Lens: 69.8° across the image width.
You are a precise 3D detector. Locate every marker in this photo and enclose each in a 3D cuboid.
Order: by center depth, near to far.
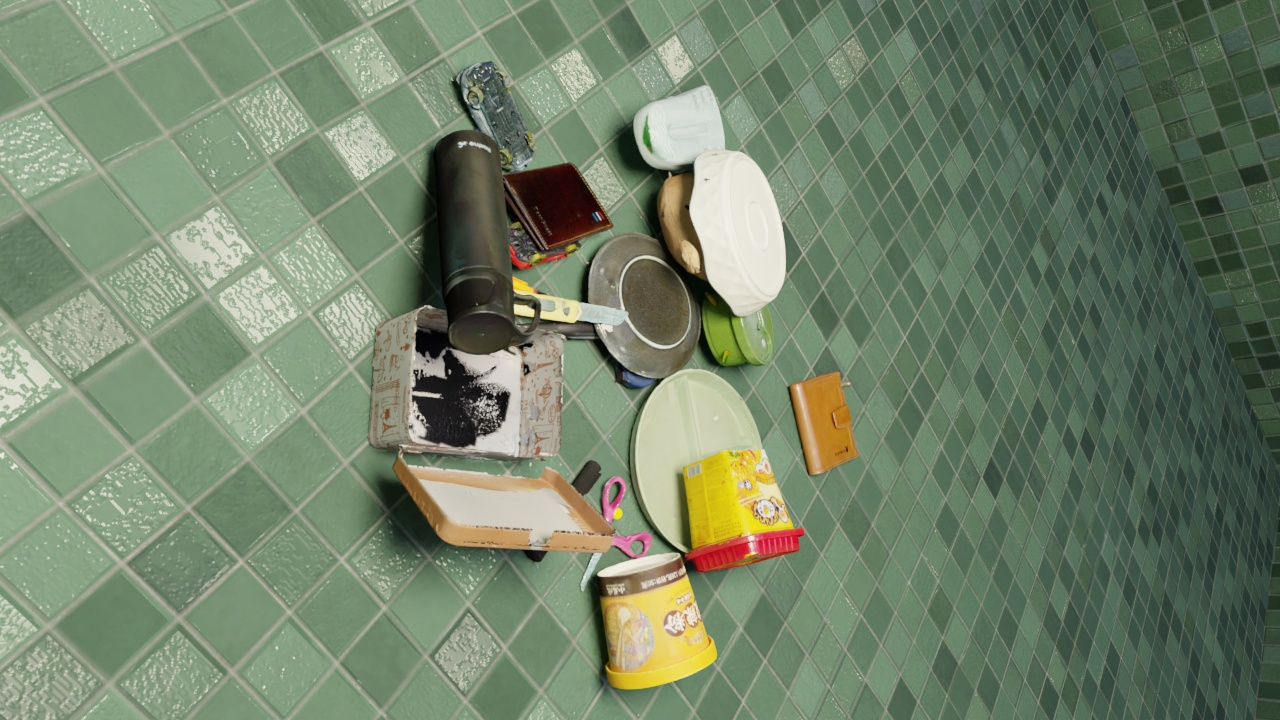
[{"bbox_3d":[-0.081,0.160,0.981,0.131,0.020,0.022,-55,130,-37],"label":"marker"},{"bbox_3d":[-0.109,-0.070,1.007,0.123,0.018,0.015,22,71,-40],"label":"marker"}]

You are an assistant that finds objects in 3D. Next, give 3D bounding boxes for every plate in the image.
[{"bbox_3d":[0.013,-0.067,1.079,0.179,0.024,0.179,13,71,-39],"label":"plate"},{"bbox_3d":[0.122,-0.157,1.095,0.204,0.046,0.204,27,58,-56],"label":"plate"},{"bbox_3d":[0.071,0.125,1.126,0.229,0.028,0.230,12,72,-41],"label":"plate"}]

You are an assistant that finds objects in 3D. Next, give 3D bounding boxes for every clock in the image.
[{"bbox_3d":[0.131,-0.048,1.186,0.161,0.056,0.116,-14,91,-64],"label":"clock"}]

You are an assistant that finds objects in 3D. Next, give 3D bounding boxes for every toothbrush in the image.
[{"bbox_3d":[-0.079,-0.034,1.023,0.212,0.027,0.026,-2,38,-42],"label":"toothbrush"}]

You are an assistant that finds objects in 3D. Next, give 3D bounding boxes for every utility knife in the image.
[{"bbox_3d":[-0.106,-0.060,0.985,0.208,0.021,0.031,9,89,-33],"label":"utility knife"}]

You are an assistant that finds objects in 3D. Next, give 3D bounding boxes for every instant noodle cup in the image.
[{"bbox_3d":[0.011,0.272,0.975,0.118,0.119,0.114,-9,84,-44],"label":"instant noodle cup"},{"bbox_3d":[0.111,0.172,1.064,0.116,0.116,0.123,4,66,-42],"label":"instant noodle cup"}]

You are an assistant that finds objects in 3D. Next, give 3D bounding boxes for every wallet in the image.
[{"bbox_3d":[-0.094,-0.173,1.020,0.122,0.020,0.096,-28,81,-50],"label":"wallet"},{"bbox_3d":[0.267,0.087,1.320,0.118,0.035,0.130,-15,91,-38],"label":"wallet"}]

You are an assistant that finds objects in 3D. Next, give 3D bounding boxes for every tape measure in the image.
[{"bbox_3d":[-0.006,0.006,1.081,0.058,0.025,0.054,-13,91,-40],"label":"tape measure"}]

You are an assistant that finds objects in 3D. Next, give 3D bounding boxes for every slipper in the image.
[{"bbox_3d":[0.044,-0.284,1.158,0.244,0.074,0.104,-35,112,-60],"label":"slipper"}]

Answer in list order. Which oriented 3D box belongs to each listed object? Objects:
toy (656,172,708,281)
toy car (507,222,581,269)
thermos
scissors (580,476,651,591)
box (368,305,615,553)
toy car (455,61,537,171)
[{"bbox_3d":[0.067,-0.163,1.121,0.143,0.083,0.225,56,28,-1],"label":"toy"},{"bbox_3d":[-0.108,-0.129,1.008,0.106,0.031,0.049,-27,82,-50],"label":"toy car"},{"bbox_3d":[-0.149,-0.114,0.877,0.090,0.069,0.242,12,48,-30],"label":"thermos"},{"bbox_3d":[-0.034,0.198,1.020,0.131,0.017,0.133,41,60,-32],"label":"scissors"},{"bbox_3d":[-0.145,0.073,0.858,0.179,0.133,0.271,12,44,-41],"label":"box"},{"bbox_3d":[-0.155,-0.263,0.996,0.054,0.037,0.121,-50,124,-39],"label":"toy car"}]
